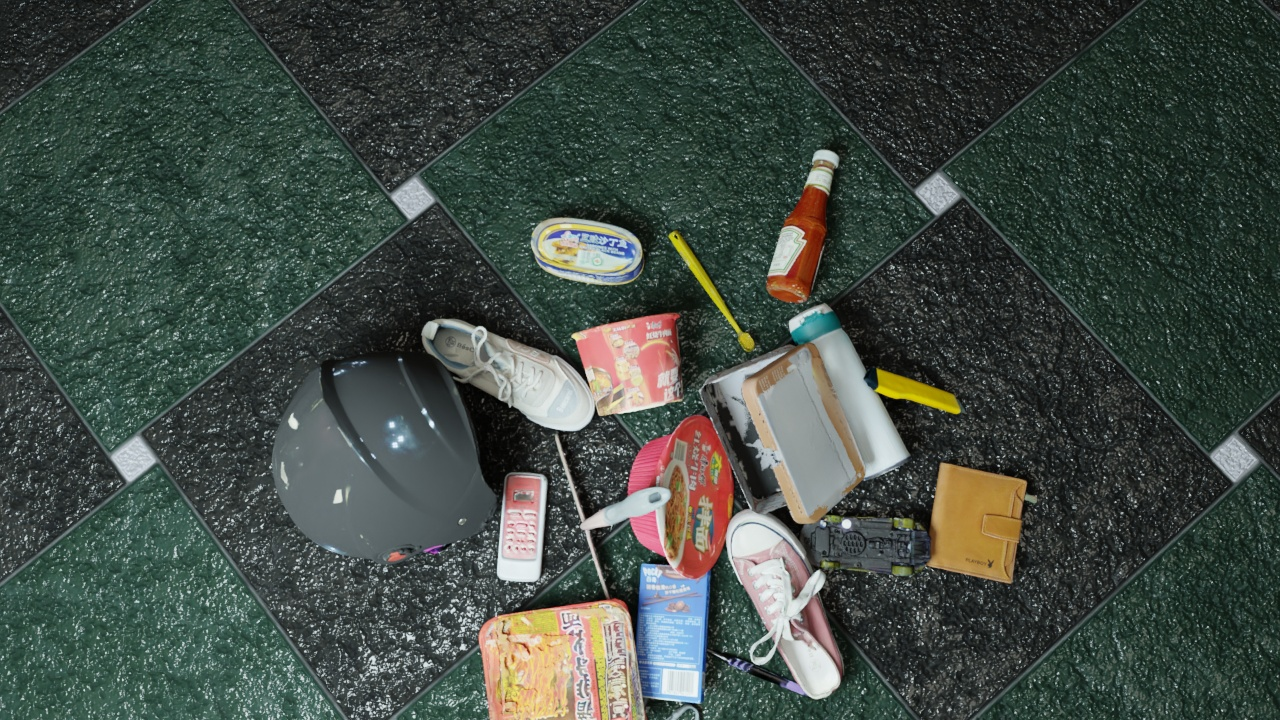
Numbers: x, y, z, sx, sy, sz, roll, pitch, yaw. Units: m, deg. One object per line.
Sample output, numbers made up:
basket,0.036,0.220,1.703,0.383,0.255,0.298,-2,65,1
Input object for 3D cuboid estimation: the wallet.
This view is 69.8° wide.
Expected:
wallet,0.423,0.203,1.142,0.119,0.035,0.130,10,81,9

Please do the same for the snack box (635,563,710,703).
snack box,0.038,0.330,1.116,0.085,0.026,0.157,0,74,15

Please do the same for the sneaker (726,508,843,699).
sneaker,0.174,0.292,1.094,0.118,0.087,0.241,-25,84,10

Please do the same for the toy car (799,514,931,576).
toy car,0.277,0.226,1.133,0.158,0.042,0.070,3,81,13

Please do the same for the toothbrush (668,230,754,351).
toothbrush,0.094,-0.092,1.205,0.015,0.016,0.190,-32,81,-5

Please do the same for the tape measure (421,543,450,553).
tape measure,-0.262,0.214,1.153,0.058,0.039,0.057,-41,82,-5

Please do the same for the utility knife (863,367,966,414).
utility knife,0.344,0.041,1.148,0.164,0.015,0.033,17,59,-22

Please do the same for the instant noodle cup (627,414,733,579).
instant noodle cup,0.043,0.161,1.100,0.066,0.193,0.193,-1,79,30

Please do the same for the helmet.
helmet,-0.310,0.114,1.065,0.275,0.229,0.233,-50,54,24

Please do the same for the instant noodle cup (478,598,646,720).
instant noodle cup,-0.091,0.376,1.097,0.189,0.079,0.164,-9,80,5

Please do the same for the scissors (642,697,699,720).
scissors,-0.005,0.461,1.118,0.175,0.014,0.159,-10,80,1

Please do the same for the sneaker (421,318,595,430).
sneaker,-0.167,0.010,1.159,0.242,0.091,0.089,26,83,5

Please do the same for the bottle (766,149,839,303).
bottle,0.217,-0.177,1.197,0.060,0.060,0.205,17,78,4

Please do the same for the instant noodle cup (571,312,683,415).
instant noodle cup,-0.007,0.007,1.138,0.138,0.138,0.108,-12,88,0

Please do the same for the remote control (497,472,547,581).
remote control,-0.149,0.210,1.160,0.056,0.020,0.136,4,80,1

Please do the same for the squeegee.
squeegee,-0.033,0.177,1.052,0.040,0.250,0.247,-13,78,-29

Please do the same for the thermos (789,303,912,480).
thermos,0.258,0.036,1.153,0.073,0.073,0.224,-25,82,-3

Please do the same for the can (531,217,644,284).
can,-0.069,-0.143,1.202,0.148,0.049,0.074,10,80,4

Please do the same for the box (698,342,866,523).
box,0.167,0.088,1.064,0.154,0.181,0.182,-24,93,12

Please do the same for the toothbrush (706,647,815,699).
toothbrush,0.131,0.377,1.127,0.189,0.017,0.014,22,82,4
